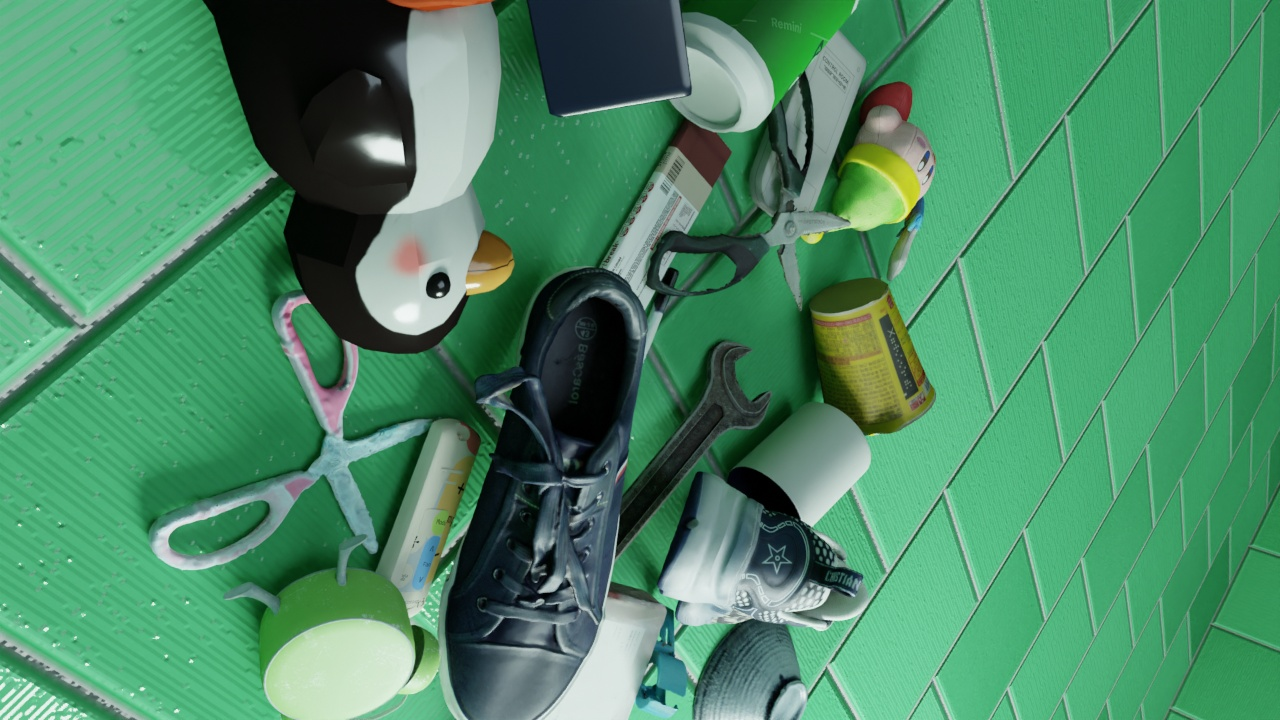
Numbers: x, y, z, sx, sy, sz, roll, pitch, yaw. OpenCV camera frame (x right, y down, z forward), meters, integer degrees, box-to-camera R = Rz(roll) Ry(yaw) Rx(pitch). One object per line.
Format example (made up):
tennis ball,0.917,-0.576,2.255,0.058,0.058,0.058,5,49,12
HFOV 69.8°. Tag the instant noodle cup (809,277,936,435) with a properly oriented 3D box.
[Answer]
instant noodle cup,0.194,-0.008,0.797,0.100,0.100,0.112,-35,115,-31

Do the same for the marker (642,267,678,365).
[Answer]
marker,-0.004,0.004,0.659,0.011,0.011,0.152,25,85,-46

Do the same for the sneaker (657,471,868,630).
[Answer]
sneaker,0.100,0.161,0.679,0.269,0.132,0.103,64,44,-68

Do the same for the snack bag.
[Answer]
snack bag,0.014,-0.097,0.640,0.057,0.013,0.157,37,77,-43

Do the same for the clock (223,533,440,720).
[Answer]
clock,-0.167,0.164,0.513,0.094,0.042,0.119,-23,127,-8

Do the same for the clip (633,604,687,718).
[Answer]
clip,0.007,0.240,0.685,0.026,0.116,0.097,21,86,-7

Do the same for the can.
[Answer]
can,0.078,-0.223,0.606,0.139,0.088,0.088,-52,133,-19

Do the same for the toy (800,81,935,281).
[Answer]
toy,0.194,-0.144,0.767,0.124,0.097,0.131,55,46,-47

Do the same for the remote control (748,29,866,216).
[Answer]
remote control,0.129,-0.184,0.718,0.074,0.019,0.151,23,86,-46

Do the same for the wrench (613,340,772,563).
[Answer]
wrench,0.015,0.085,0.666,0.070,0.010,0.272,51,57,-13

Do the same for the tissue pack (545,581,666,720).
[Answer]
tissue pack,-0.056,0.244,0.660,0.103,0.071,0.181,21,85,-31

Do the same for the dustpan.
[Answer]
dustpan,-0.036,-0.237,0.420,0.080,0.272,0.236,-11,112,-1

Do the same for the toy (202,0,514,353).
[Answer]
toy,-0.131,-0.092,0.437,0.140,0.158,0.184,3,119,-2

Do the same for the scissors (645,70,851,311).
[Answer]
scissors,0.085,-0.128,0.670,0.201,0.015,0.206,-12,106,-35

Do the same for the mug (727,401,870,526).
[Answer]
mug,0.132,0.104,0.788,0.096,0.078,0.112,-37,155,-30

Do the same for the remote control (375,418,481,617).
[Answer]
remote control,-0.131,0.096,0.557,0.038,0.018,0.125,23,87,-58

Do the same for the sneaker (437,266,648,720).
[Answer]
sneaker,-0.055,0.085,0.532,0.120,0.127,0.294,13,89,-13

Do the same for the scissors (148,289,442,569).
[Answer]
scissors,-0.185,0.050,0.498,0.176,0.013,0.171,-34,129,-34

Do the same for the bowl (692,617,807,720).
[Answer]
bowl,0.115,0.308,0.846,0.136,0.057,0.137,-16,115,-40
